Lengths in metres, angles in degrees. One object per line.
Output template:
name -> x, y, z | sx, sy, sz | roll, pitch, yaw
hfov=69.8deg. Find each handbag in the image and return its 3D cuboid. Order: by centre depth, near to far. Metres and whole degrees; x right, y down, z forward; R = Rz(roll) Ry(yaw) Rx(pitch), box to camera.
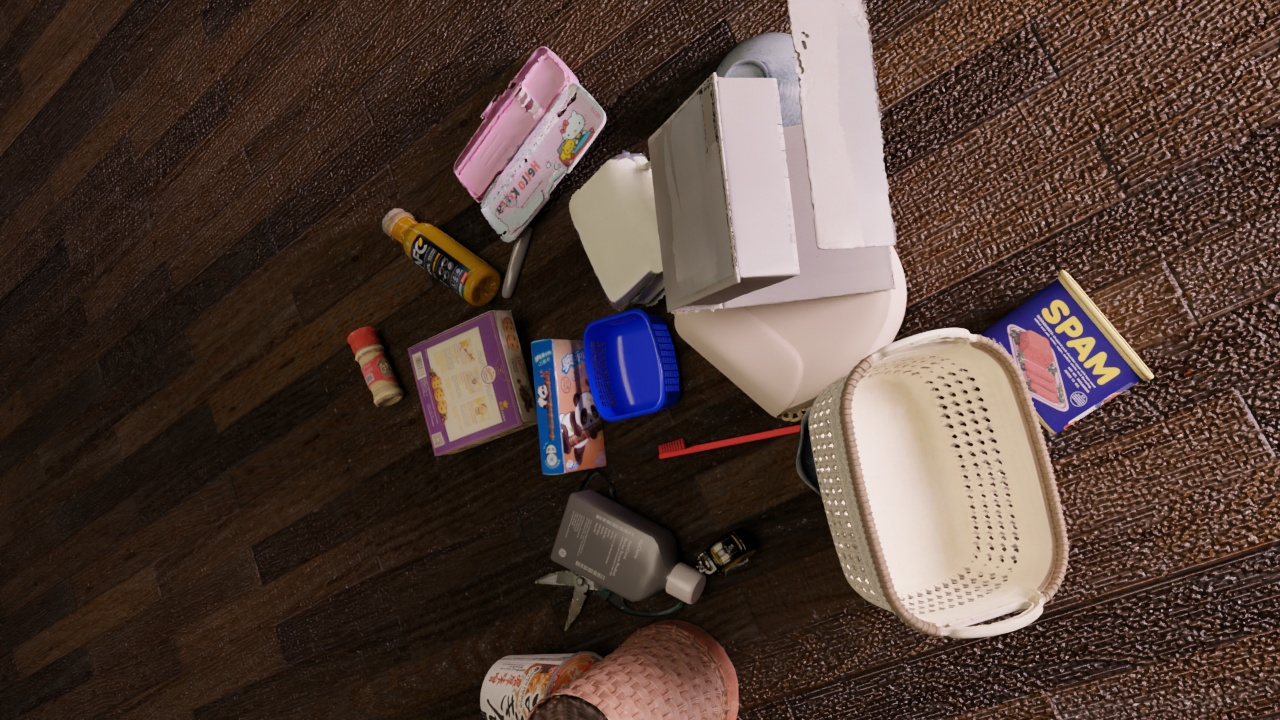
handbag -> 0.145, -0.065, 0.910 | 0.210, 0.103, 0.209 | 42, 110, 23
handbag -> 0.015, -0.155, 0.992 | 0.176, 0.073, 0.151 | -40, 68, 44

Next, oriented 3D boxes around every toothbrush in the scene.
toothbrush -> 0.110, 0.079, 0.983 | 0.213, 0.012, 0.018 | -15, 83, 29

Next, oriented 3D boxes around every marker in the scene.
marker -> -0.144, -0.141, 1.131 | 0.022, 0.016, 0.139 | 19, 101, 6

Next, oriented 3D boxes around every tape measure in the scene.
tape measure -> 0.093, 0.204, 0.965 | 0.061, 0.061, 0.034 | -38, 69, 6

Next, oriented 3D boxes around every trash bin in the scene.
trash bin -> -0.007, 0.364, 0.939 | 0.151, 0.209, 0.151 | 0, 90, 29

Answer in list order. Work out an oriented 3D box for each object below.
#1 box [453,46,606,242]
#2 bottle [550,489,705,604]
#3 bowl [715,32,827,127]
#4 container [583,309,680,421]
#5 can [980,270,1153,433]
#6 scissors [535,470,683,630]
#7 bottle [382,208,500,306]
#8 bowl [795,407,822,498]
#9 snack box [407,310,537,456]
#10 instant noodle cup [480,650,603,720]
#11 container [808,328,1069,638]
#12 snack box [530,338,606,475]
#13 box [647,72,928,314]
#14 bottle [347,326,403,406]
box -> -0.135, -0.260, 1.111 | 0.202, 0.038, 0.152 | -47, 68, 22
bottle -> -0.010, 0.217, 1.020 | 0.174, 0.046, 0.084 | 22, 99, 26
bowl -> 0.119, -0.279, 0.951 | 0.137, 0.057, 0.137 | 0, 90, 30
container -> -0.006, 0.006, 1.024 | 0.096, 0.058, 0.114 | -15, 83, 29
can -> 0.370, -0.005, 0.807 | 0.092, 0.056, 0.116 | -41, 71, 25
scissors -> -0.045, 0.223, 1.074 | 0.202, 0.015, 0.202 | -8, 87, 28
bottle -> -0.259, -0.137, 1.174 | 0.186, 0.053, 0.053 | 35, 107, 25
bowl -> 0.197, 0.090, 0.898 | 0.110, 0.055, 0.110 | 1, 83, -8
snack box -> -0.205, 0.029, 1.119 | 0.148, 0.040, 0.143 | -20, 80, 29
instant noodle cup -> -0.113, 0.393, 1.061 | 0.122, 0.123, 0.123 | -6, 87, 39
container -> 0.249, 0.106, 0.801 | 0.143, 0.184, 0.246 | 147, 112, -73
snack box -> -0.082, 0.052, 1.052 | 0.034, 0.087, 0.151 | -7, 86, 29
box -> 0.178, -0.138, 0.874 | 0.174, 0.421, 0.167 | -9, 86, 48
bottle -> -0.358, 0.009, 1.239 | 0.044, 0.044, 0.109 | -35, 74, 26
